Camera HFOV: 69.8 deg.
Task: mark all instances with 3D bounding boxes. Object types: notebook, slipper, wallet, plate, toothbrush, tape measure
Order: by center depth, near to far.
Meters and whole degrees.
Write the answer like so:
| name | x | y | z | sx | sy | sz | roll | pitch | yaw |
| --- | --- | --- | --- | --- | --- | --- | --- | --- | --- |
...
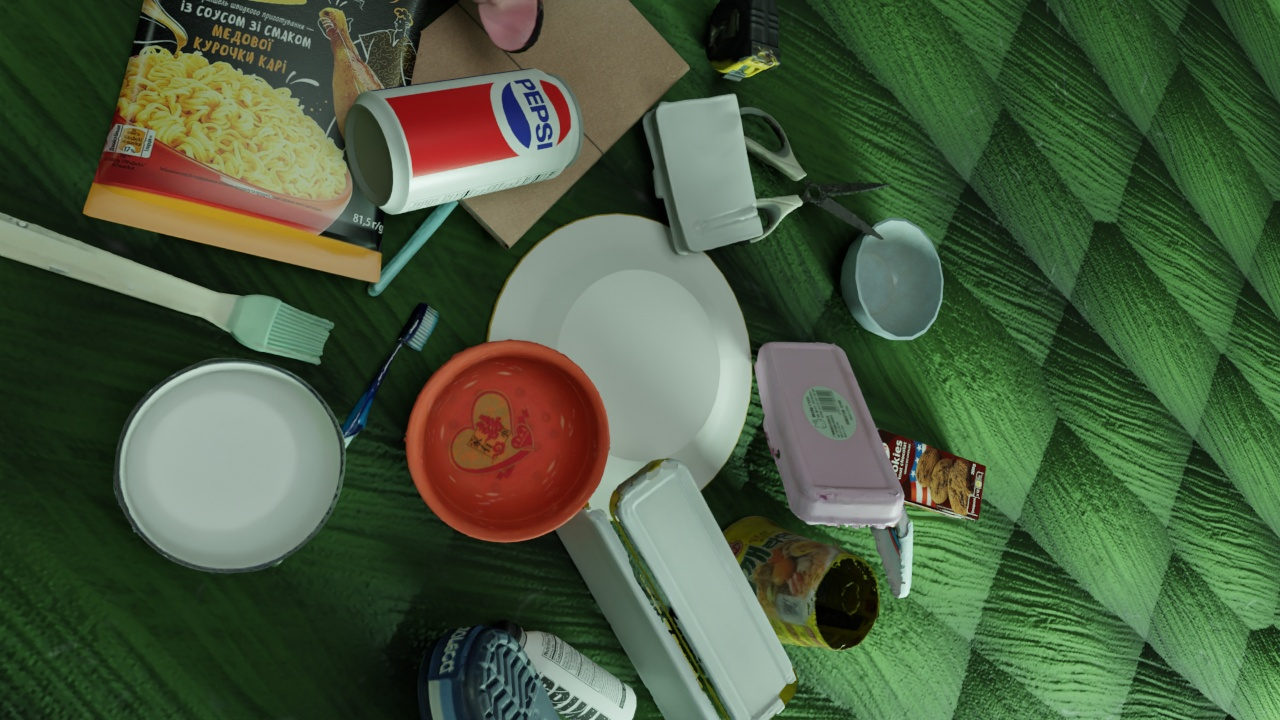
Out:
| name | x | y | z | sx | sy | sz | roll | pitch | yaw |
| --- | --- | --- | --- | --- | --- | --- | --- | --- | --- |
| toothbrush | -0.179 | 0.044 | 0.577 | 0.017 | 0.016 | 0.188 | 40 | 68 | -34 |
| slipper | -0.089 | 0.274 | 0.578 | 0.095 | 0.105 | 0.253 | -12 | 112 | 9 |
| toothbrush | -0.126 | -0.112 | 0.617 | 0.016 | 0.016 | 0.180 | 42 | 67 | -22 |
| notebook | -0.075 | -0.196 | 0.641 | 0.141 | 0.008 | 0.208 | 45 | 66 | -10 |
| plate | -0.004 | 0.004 | 0.680 | 0.229 | 0.021 | 0.229 | 2 | 86 | -31 |
| wallet | 0.048 | -0.142 | 0.705 | 0.086 | 0.032 | 0.116 | -13 | 95 | -30 |
| tape measure | 0.077 | -0.257 | 0.719 | 0.038 | 0.063 | 0.067 | 2 | 86 | -31 |

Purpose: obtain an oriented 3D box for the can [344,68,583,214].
| name | x | y | z | sx | sy | sz | roll | pitch | yaw |
| --- | --- | --- | --- | --- | --- | --- | --- | --- | --- |
| can | -0.106 | -0.136 | 0.561 | 0.131 | 0.070 | 0.070 | -22 | 98 | -36 |

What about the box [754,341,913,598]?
| name | x | y | z | sx | sy | sz | roll | pitch | yaw |
| --- | --- | --- | --- | --- | --- | --- | --- | --- | --- |
| box | 0.142 | 0.077 | 0.689 | 0.101 | 0.201 | 0.103 | 1 | 122 | -3 |

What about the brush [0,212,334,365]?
| name | x | y | z | sx | sy | sz | roll | pitch | yaw |
| --- | --- | --- | --- | --- | --- | --- | --- | --- | --- |
| brush | -0.285 | -0.045 | 0.521 | 0.217 | 0.012 | 0.033 | 22 | 76 | -27 |

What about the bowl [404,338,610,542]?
| name | x | y | z | sx | sy | sz | roll | pitch | yaw |
| --- | --- | --- | --- | --- | --- | --- | --- | --- | --- |
| bowl | -0.088 | 0.051 | 0.604 | 0.130 | 0.045 | 0.130 | -1 | 94 | -16 |

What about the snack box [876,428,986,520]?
| name | x | y | z | sx | sy | sz | roll | pitch | yaw |
| --- | --- | --- | --- | --- | --- | --- | --- | --- | --- |
| snack box | 0.247 | 0.102 | 0.819 | 0.140 | 0.032 | 0.051 | 19 | 78 | -29 |

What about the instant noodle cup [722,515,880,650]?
| name | x | y | z | sx | sy | sz | roll | pitch | yaw |
| --- | --- | --- | --- | --- | --- | --- | --- | --- | --- |
| instant noodle cup | 0.115 | 0.173 | 0.691 | 0.102 | 0.108 | 0.102 | 2 | 87 | -33 |

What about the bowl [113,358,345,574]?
| name | x | y | z | sx | sy | sz | roll | pitch | yaw |
| --- | --- | --- | --- | --- | --- | --- | --- | --- | --- |
| bowl | -0.231 | 0.057 | 0.515 | 0.116 | 0.066 | 0.116 | 2 | 86 | -31 |

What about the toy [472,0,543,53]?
| name | x | y | z | sx | sy | sz | roll | pitch | yaw |
| --- | --- | --- | --- | --- | --- | --- | --- | --- | --- |
| toy | -0.107 | -0.312 | 0.570 | 0.213 | 0.084 | 0.142 | 44 | 97 | 2 |

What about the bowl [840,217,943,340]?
| name | x | y | z | sx | sy | sz | roll | pitch | yaw |
| --- | --- | --- | --- | --- | --- | --- | --- | --- | --- |
| bowl | 0.214 | -0.069 | 0.804 | 0.106 | 0.039 | 0.106 | 2 | 86 | -31 |

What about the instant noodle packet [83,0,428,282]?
| name | x | y | z | sx | sy | sz | roll | pitch | yaw |
| --- | --- | --- | --- | --- | --- | --- | --- | --- | --- |
| instant noodle packet | -0.219 | -0.171 | 0.552 | 0.159 | 0.032 | 0.220 | 12 | 81 | -23 |

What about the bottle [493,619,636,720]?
| name | x | y | z | sx | sy | sz | roll | pitch | yaw |
| --- | --- | --- | --- | --- | --- | --- | --- | --- | --- |
| bottle | -0.056 | 0.215 | 0.626 | 0.116 | 0.041 | 0.041 | 42 | 68 | -22 |

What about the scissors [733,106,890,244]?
| name | x | y | z | sx | sy | sz | roll | pitch | yaw |
| --- | --- | --- | --- | --- | --- | --- | --- | --- | --- |
| scissors | 0.124 | -0.141 | 0.753 | 0.169 | 0.013 | 0.157 | -35 | 95 | -16 |

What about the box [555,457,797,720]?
| name | x | y | z | sx | sy | sz | roll | pitch | yaw |
| --- | --- | --- | --- | --- | --- | --- | --- | --- | --- |
| box | 0.024 | 0.170 | 0.654 | 0.083 | 0.080 | 0.210 | -35 | 106 | -27 |
